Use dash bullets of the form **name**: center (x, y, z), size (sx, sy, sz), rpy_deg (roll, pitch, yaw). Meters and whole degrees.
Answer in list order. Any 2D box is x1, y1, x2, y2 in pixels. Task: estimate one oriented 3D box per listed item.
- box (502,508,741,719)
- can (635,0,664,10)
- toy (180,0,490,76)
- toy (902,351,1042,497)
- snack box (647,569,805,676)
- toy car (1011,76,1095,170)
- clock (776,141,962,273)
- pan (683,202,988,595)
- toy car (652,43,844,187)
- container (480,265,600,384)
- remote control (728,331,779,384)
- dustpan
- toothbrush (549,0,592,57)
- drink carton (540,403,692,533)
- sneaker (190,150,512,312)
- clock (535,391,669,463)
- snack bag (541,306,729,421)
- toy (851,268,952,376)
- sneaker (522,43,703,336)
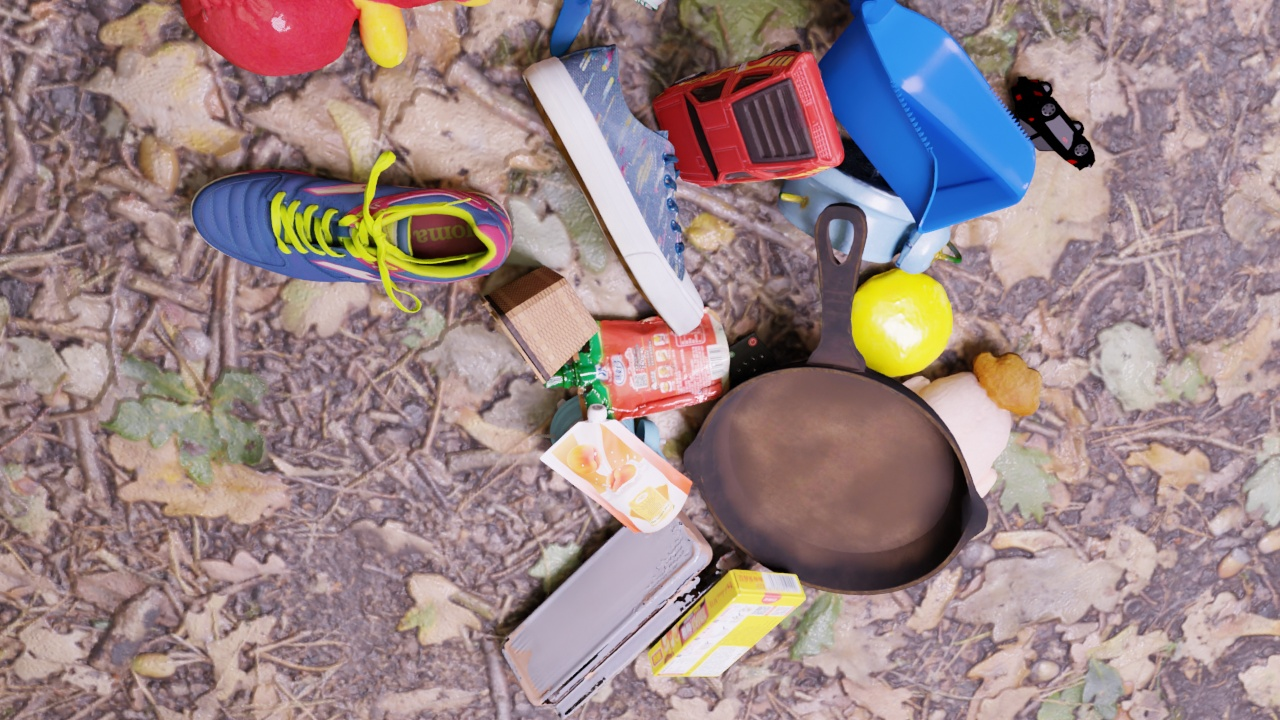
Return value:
- **box**: center (-0.022, 0.223, 0.837), size (0.216, 0.095, 0.108), rpy_deg (-45, 85, 10)
- **can**: center (0.018, -0.308, 0.655), size (0.053, 0.053, 0.101), rpy_deg (27, 104, -13)
- **toy**: center (-0.213, -0.274, 0.628), size (0.216, 0.098, 0.147), rpy_deg (-21, 102, -2)
- **toy**: center (0.266, 0.059, 0.795), size (0.176, 0.076, 0.132), rpy_deg (-39, 95, 12)
- **snack box**: center (0.075, 0.240, 0.827), size (0.075, 0.025, 0.153), rpy_deg (11, 133, -29)
- **toy car**: center (0.327, -0.186, 0.732), size (0.091, 0.042, 0.036), rpy_deg (42, 126, -17)
- **clock**: center (0.178, -0.119, 0.704), size (0.162, 0.117, 0.060), rpy_deg (22, 117, -5)
- **pan**: center (0.157, 0.039, 0.735), size (0.249, 0.043, 0.357), rpy_deg (9, 123, 21)
- **toy car**: center (0.069, -0.165, 0.646), size (0.056, 0.189, 0.081), rpy_deg (-29, 109, -21)
- **container**: center (-0.079, -0.033, 0.718), size (0.061, 0.114, 0.063), rpy_deg (-36, 109, -6)
- **remote control**: center (0.115, 0.032, 0.805), size (0.039, 0.010, 0.125), rpy_deg (-32, 109, 6)
- **dustpan**: center (0.173, -0.215, 0.655), size (0.257, 0.244, 0.060), rpy_deg (52, 126, 14)
- **toothbrush**: center (-0.036, -0.286, 0.678), size (0.021, 0.016, 0.132), rpy_deg (26, 105, -8)
- **drink carton**: center (-0.019, 0.091, 0.760), size (0.069, 0.039, 0.122), rpy_deg (-43, 119, 10)
- **sneaker**: center (-0.218, -0.102, 0.687), size (0.241, 0.091, 0.116), rpy_deg (2, 112, -5)
- **clock**: center (-0.026, 0.078, 0.798), size (0.123, 0.042, 0.087), rpy_deg (40, 102, -22)
- **snack bag**: center (-0.005, 0.004, 0.758), size (0.155, 0.044, 0.087), rpy_deg (-9, 87, -9)
- **toy**: center (0.218, -0.031, 0.777), size (0.094, 0.041, 0.095), rpy_deg (39, 102, -11)
- **sneaker**: center (0.000, -0.131, 0.701), size (0.079, 0.087, 0.235), rpy_deg (-30, 105, -2)
